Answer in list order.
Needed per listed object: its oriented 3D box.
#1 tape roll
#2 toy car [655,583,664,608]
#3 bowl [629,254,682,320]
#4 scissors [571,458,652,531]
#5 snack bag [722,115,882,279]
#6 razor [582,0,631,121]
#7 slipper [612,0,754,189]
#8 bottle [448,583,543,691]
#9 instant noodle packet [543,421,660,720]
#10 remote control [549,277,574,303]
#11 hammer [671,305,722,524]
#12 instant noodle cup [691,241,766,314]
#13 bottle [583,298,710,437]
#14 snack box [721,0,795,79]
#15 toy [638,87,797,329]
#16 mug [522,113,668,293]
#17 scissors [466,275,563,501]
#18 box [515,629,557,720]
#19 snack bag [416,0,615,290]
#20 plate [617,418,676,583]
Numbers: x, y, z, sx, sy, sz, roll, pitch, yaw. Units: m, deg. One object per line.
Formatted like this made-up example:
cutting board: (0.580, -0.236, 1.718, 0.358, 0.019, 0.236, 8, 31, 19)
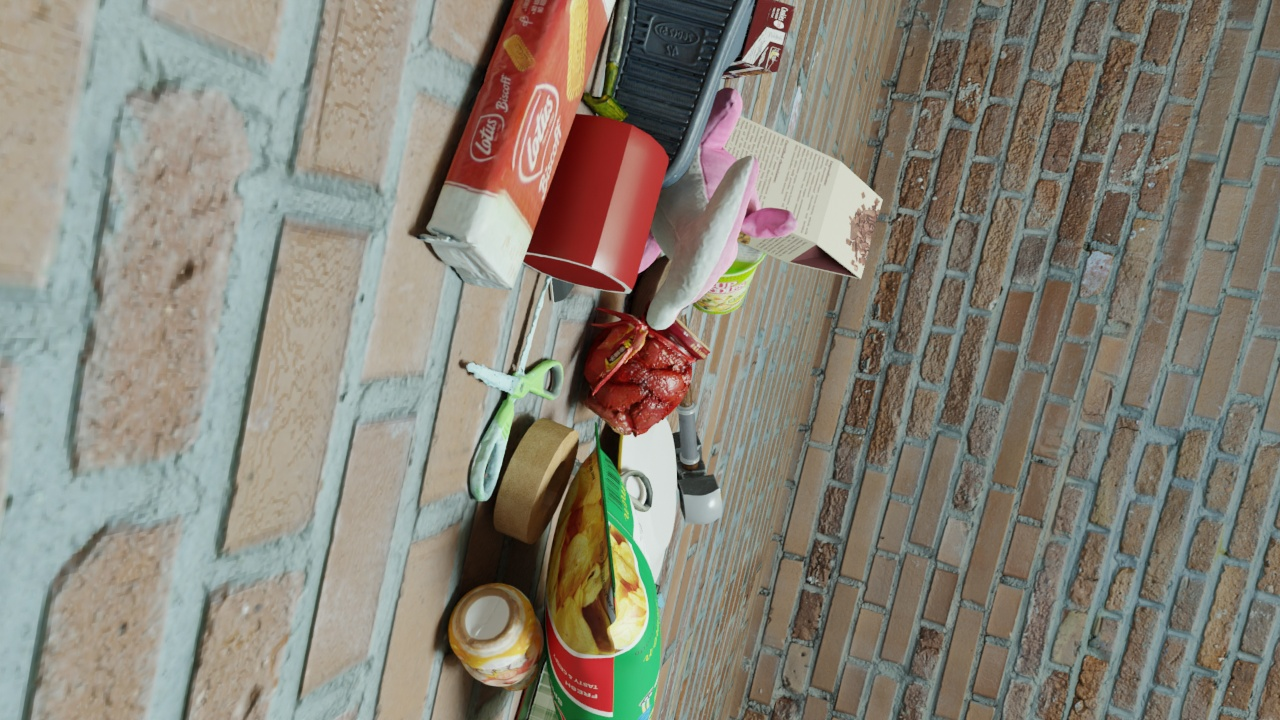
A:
tape roll: (-0.079, 0.092, 0.705, 0.094, 0.027, 0.094, 22, 89, -80)
toy car: (-0.017, 0.231, 0.890, 0.060, 0.027, 0.108, -62, 141, -21)
bowl: (0.014, -0.054, 0.918, 0.117, 0.030, 0.118, 15, 89, -74)
scissors: (-0.035, 0.127, 0.836, 0.169, 0.013, 0.132, 1, 88, -58)
snack bag: (0.149, -0.165, 0.945, 0.070, 0.206, 0.094, 147, -37, -72)
razor: (-0.018, -0.233, 0.676, 0.042, 0.026, 0.106, 13, 87, -72)
slipper: (0.040, -0.260, 0.713, 0.082, 0.101, 0.264, -11, 118, -71)
bottle: (-0.103, 0.212, 0.685, 0.109, 0.063, 0.063, 80, 28, -52)
instant noodle packet: (-0.031, 0.207, 0.723, 0.195, 0.090, 0.253, -102, -168, -60)
remote control: (-0.041, -0.092, 0.730, 0.028, 0.012, 0.124, 88, 22, -43)
hammer: (0.049, 0.020, 1.040, 0.156, 0.043, 0.323, -110, -168, -61)
instant noodle cup: (0.088, -0.107, 1.027, 0.108, 0.099, 0.098, 90, 19, -62)
bottle: (-0.005, 0.005, 0.797, 0.111, 0.099, 0.099, -47, 165, 5)
snack box: (0.086, -0.274, 0.788, 0.141, 0.031, 0.051, -130, -127, -71)
toy: (0.066, -0.125, 0.773, 0.187, 0.128, 0.265, -60, -166, 26)
mug: (-0.028, -0.101, 0.637, 0.116, 0.080, 0.096, 28, 77, -67)
scissors: (-0.088, 0.019, 0.661, 0.172, 0.021, 0.171, -70, 162, -2)
box: (-0.063, 0.280, 0.912, 0.117, 0.050, 0.205, 35, 69, -69)
snack bag: (-0.066, -0.155, 0.547, 0.077, 0.041, 0.225, 59, 46, -71)
plate: (0.015, 0.131, 0.986, 0.229, 0.021, 0.230, -1, 89, -76)
